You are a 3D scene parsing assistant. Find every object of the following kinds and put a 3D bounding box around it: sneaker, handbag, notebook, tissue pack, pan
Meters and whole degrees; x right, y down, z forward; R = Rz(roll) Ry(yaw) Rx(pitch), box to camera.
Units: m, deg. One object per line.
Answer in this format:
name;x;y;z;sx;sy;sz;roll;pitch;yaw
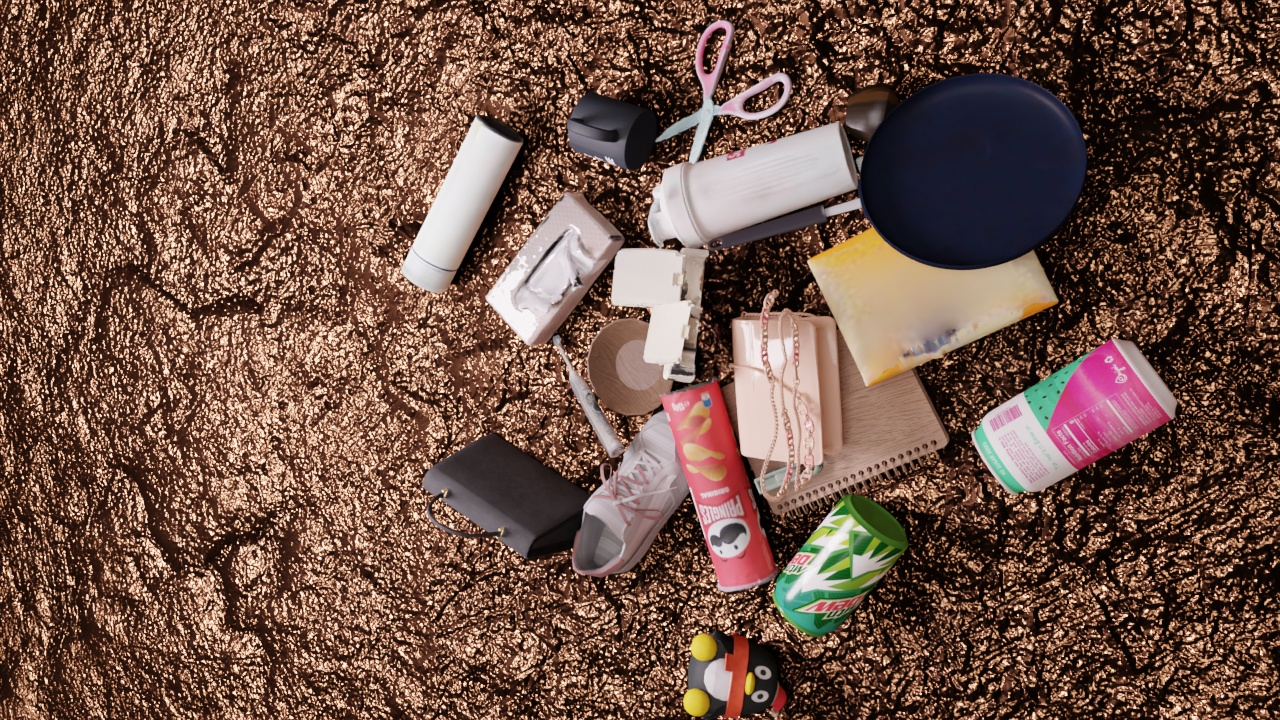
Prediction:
sneaker;-0.013;0.167;1.092;0.099;0.089;0.236;32;109;20
handbag;0.116;0.026;0.933;0.117;0.186;0.199;2;101;37
handbag;-0.181;0.177;1.117;0.176;0.195;0.072;29;107;21
notebook;0.209;0.065;1.009;0.211;0.022;0.169;-28;82;26
tissue pack;-0.106;-0.108;1.123;0.104;0.071;0.182;48;110;15
pan;0.234;-0.158;0.882;0.357;0.021;0.198;-15;68;18

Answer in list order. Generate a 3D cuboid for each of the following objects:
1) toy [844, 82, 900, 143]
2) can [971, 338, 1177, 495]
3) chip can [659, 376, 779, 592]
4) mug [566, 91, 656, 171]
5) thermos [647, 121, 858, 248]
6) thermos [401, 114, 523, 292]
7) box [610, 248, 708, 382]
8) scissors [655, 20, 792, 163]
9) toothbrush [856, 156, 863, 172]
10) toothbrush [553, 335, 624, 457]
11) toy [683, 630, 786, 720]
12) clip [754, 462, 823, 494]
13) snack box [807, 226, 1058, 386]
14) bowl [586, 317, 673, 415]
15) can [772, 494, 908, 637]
toy;0.258;-0.249;0.931;0.100;0.063;0.076;8;62;18
can;0.408;0.055;0.871;0.166;0.088;0.088;-37;79;25
chip can;0.089;0.138;1.040;0.073;0.073;0.233;-17;92;27
mug;-0.040;-0.262;1.047;0.077;0.104;0.071;24;111;22
thermos;0.118;-0.187;0.992;0.221;0.099;0.099;-14;89;21
thermos;-0.229;-0.197;1.171;0.068;0.067;0.230;39;112;17
box;0.017;-0.057;0.972;0.101;0.194;0.143;6;84;-1
scissors;0.096;-0.286;1.029;0.159;0.014;0.173;24;106;22
toothbrush;0.262;-0.128;0.966;0.017;0.012;0.186;-18;88;40
toothbrush;-0.068;0.040;1.120;0.185;0.022;0.024;60;142;30
toy;0.112;0.363;1.053;0.119;0.100;0.097;8;80;3
clip;0.164;0.124;1.008;0.076;0.047;0.023;-25;84;23
snack box;0.286;-0.077;0.908;0.196;0.080;0.145;-26;84;18
bowl;-0.007;0.007;1.103;0.118;0.030;0.118;3;97;26
can;0.213;0.222;0.990;0.083;0.083;0.144;40;111;17
